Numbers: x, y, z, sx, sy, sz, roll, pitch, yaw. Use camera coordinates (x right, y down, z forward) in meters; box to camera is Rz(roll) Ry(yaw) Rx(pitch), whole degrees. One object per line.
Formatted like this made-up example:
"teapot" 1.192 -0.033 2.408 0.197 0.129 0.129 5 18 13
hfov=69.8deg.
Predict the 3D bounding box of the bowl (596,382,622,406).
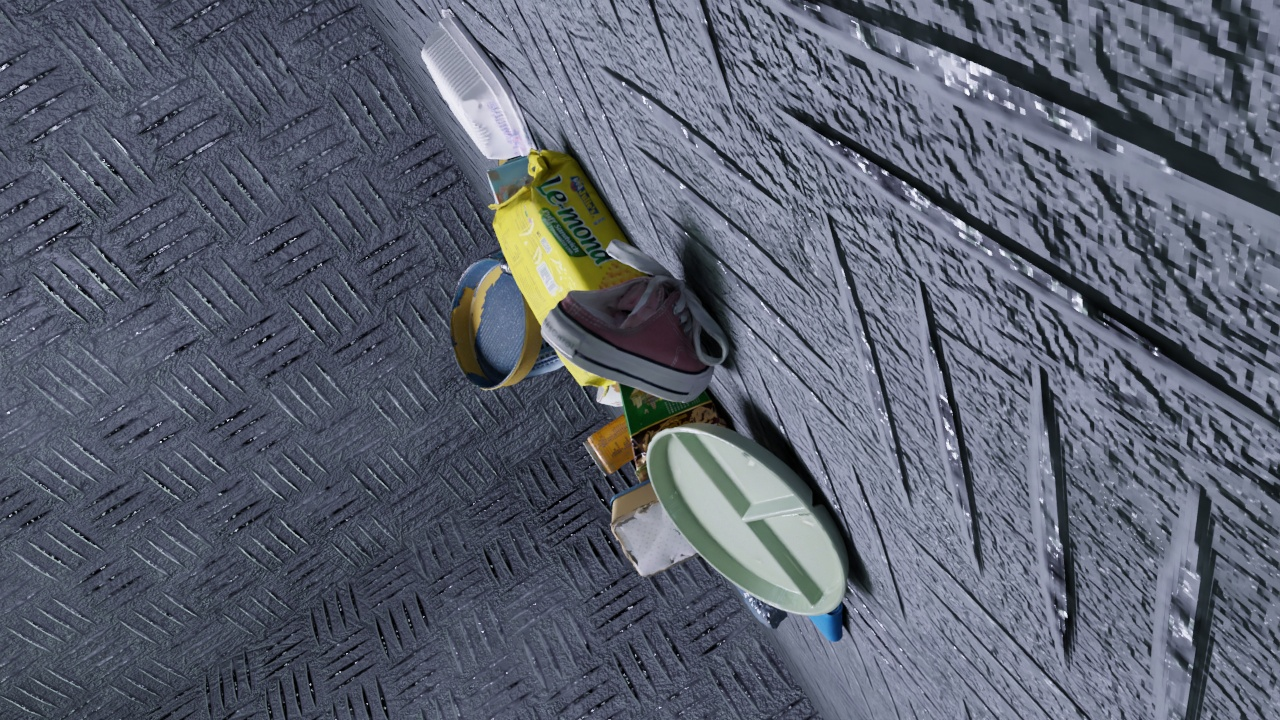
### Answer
"bowl" -0.007 0.006 1.111 0.062 0.113 0.113 20 178 -6

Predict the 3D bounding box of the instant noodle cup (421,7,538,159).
"instant noodle cup" -0.197 -0.317 1.090 0.173 0.060 0.138 52 173 28

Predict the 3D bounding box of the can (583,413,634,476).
"can" -0.001 0.091 1.222 0.058 0.146 0.058 56 176 6

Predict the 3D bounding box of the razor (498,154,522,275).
"razor" -0.149 -0.186 1.124 0.068 0.062 0.167 -33 62 60

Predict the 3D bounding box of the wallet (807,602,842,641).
"wallet" 0.202 0.279 1.100 0.106 0.040 0.133 49 170 30

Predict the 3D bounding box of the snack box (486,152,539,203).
"snack box" -0.112 -0.146 1.055 0.051 0.074 0.175 153 96 -85

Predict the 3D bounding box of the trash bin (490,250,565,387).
"trash bin" -0.167 -0.084 1.490 0.226 0.226 0.195 132 118 -84

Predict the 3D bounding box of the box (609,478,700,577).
"box" 0.049 0.166 1.002 0.090 0.184 0.062 61 -166 -20

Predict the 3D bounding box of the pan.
"pan" -0.194 -0.114 1.327 0.078 0.358 0.197 -2 -137 -44

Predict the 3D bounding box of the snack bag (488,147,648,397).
"snack bag" -0.068 -0.085 0.948 0.246 0.068 0.158 59 150 -1

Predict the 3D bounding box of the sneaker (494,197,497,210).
"sneaker" -0.109 -0.152 1.185 0.090 0.090 0.242 -6 -109 -59

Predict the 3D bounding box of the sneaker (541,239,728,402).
"sneaker" 0.012 -0.028 0.752 0.118 0.088 0.240 42 -167 25

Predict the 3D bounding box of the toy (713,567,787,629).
"toy" 0.114 0.208 1.133 0.138 0.091 0.356 56 -175 -6

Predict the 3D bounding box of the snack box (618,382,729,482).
"snack box" 0.035 0.066 1.036 0.117 0.118 0.105 70 178 -66

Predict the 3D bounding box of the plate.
"plate" 0.100 0.148 0.869 0.230 0.027 0.231 34 147 25
